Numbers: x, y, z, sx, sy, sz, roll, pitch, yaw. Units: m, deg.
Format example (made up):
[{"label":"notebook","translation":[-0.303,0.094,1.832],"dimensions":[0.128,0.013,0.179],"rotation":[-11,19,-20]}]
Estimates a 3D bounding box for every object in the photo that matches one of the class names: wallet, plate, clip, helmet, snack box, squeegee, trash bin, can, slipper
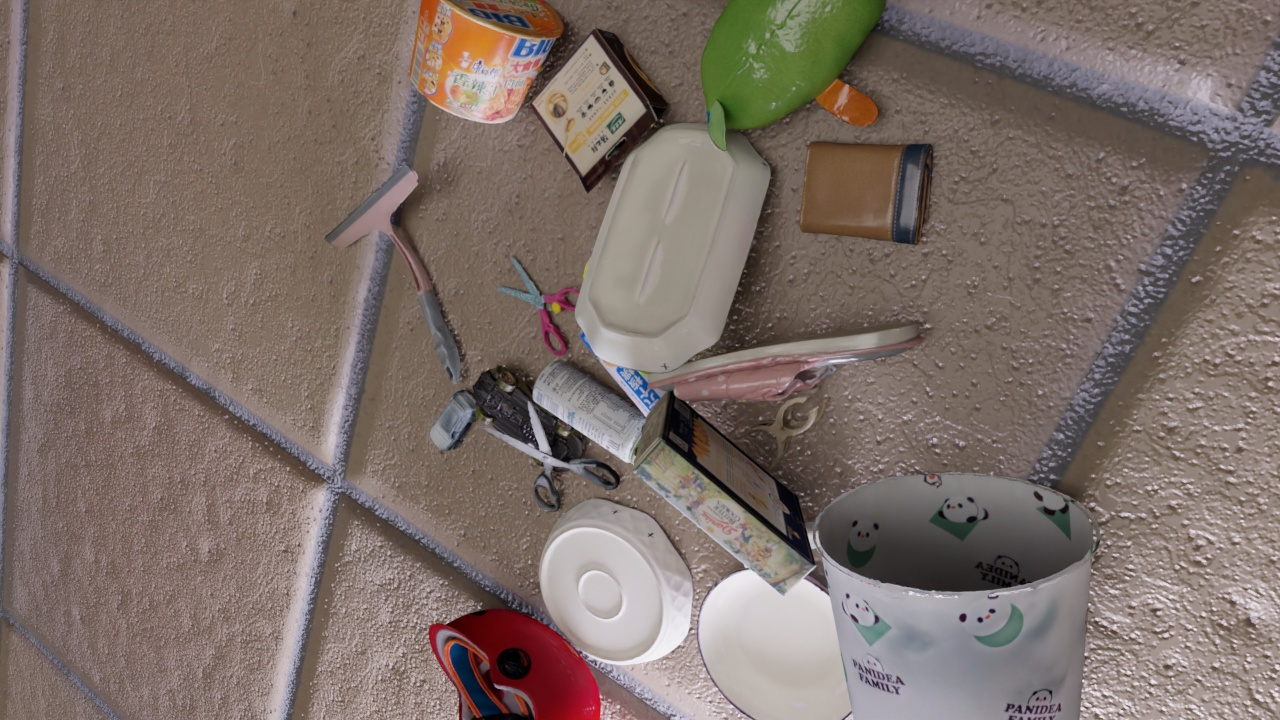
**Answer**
[{"label":"wallet","translation":[0.208,-0.157,0.852],"dimensions":[0.115,0.033,0.090],"rotation":[10,104,28]},{"label":"plate","translation":[0.155,0.306,0.991],"dimensions":[0.193,0.039,0.192],"rotation":[7,106,28]},{"label":"clip","translation":[0.150,0.067,0.940],"dimensions":[0.070,0.034,0.100],"rotation":[50,125,9]},{"label":"helmet","translation":[-0.141,0.396,1.119],"dimensions":[0.240,0.143,0.208],"rotation":[53,143,18]},{"label":"snack box","translation":[0.079,0.120,0.881],"dimensions":[0.182,0.177,0.046],"rotation":[41,102,-4]},{"label":"plate","translation":[0.025,-0.119,0.887],"dimensions":[0.162,0.034,0.265],"rotation":[14,78,24]},{"label":"squeegee","translation":[-0.276,-0.088,1.141],"dimensions":[0.248,0.040,0.249],"rotation":[-21,97,47]},{"label":"plate","translation":[-0.037,0.269,1.088],"dimensions":[0.205,0.045,0.205],"rotation":[7,105,29]},{"label":"trash bin","translation":[0.280,0.257,0.812],"dimensions":[0.230,0.228,0.252],"rotation":[1,108,29]},{"label":"can","translation":[-0.006,0.006,1.000],"dimensions":[0.134,0.053,0.053],"rotation":[50,120,10]},{"label":"can","translation":[-0.050,0.058,1.035],"dimensions":[0.147,0.058,0.058],"rotation":[31,115,19]},{"label":"slipper","translation":[0.135,0.009,0.891],"dimensions":[0.275,0.114,0.054],"rotation":[-11,92,25]},{"label":"snack box","translation":[-0.041,-0.257,0.954],"dimensions":[0.113,0.053,0.125],"rotation":[-40,79,30]}]

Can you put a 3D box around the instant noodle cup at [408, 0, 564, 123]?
[{"label":"instant noodle cup","translation":[-0.170,-0.329,0.964],"dimensions":[0.151,0.151,0.112],"rotation":[40,126,16]}]

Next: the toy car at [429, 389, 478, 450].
[{"label":"toy car","translation":[-0.238,0.078,1.162],"dimensions":[0.043,0.034,0.091],"rotation":[44,121,9]}]

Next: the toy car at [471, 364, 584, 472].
[{"label":"toy car","translation":[-0.133,0.071,1.094],"dimensions":[0.158,0.042,0.070],"rotation":[40,120,2]}]

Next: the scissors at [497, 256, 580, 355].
[{"label":"scissors","translation":[-0.117,-0.060,1.071],"dimensions":[0.133,0.017,0.118],"rotation":[17,114,30]}]

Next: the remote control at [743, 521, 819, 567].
[{"label":"remote control","translation":[0.163,0.185,0.951],"dimensions":[0.125,0.048,0.024],"rotation":[-25,87,31]}]

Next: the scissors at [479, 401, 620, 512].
[{"label":"scissors","translation":[-0.104,0.115,1.068],"dimensions":[0.159,0.014,0.179],"rotation":[2,130,14]}]

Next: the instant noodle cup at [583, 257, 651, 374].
[{"label":"instant noodle cup","translation":[0.006,-0.067,0.952],"dimensions":[0.123,0.111,0.112],"rotation":[51,121,19]}]

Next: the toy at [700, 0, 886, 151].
[{"label":"toy","translation":[0.139,-0.303,0.822],"dimensions":[0.247,0.089,0.227],"rotation":[-43,79,34]}]
